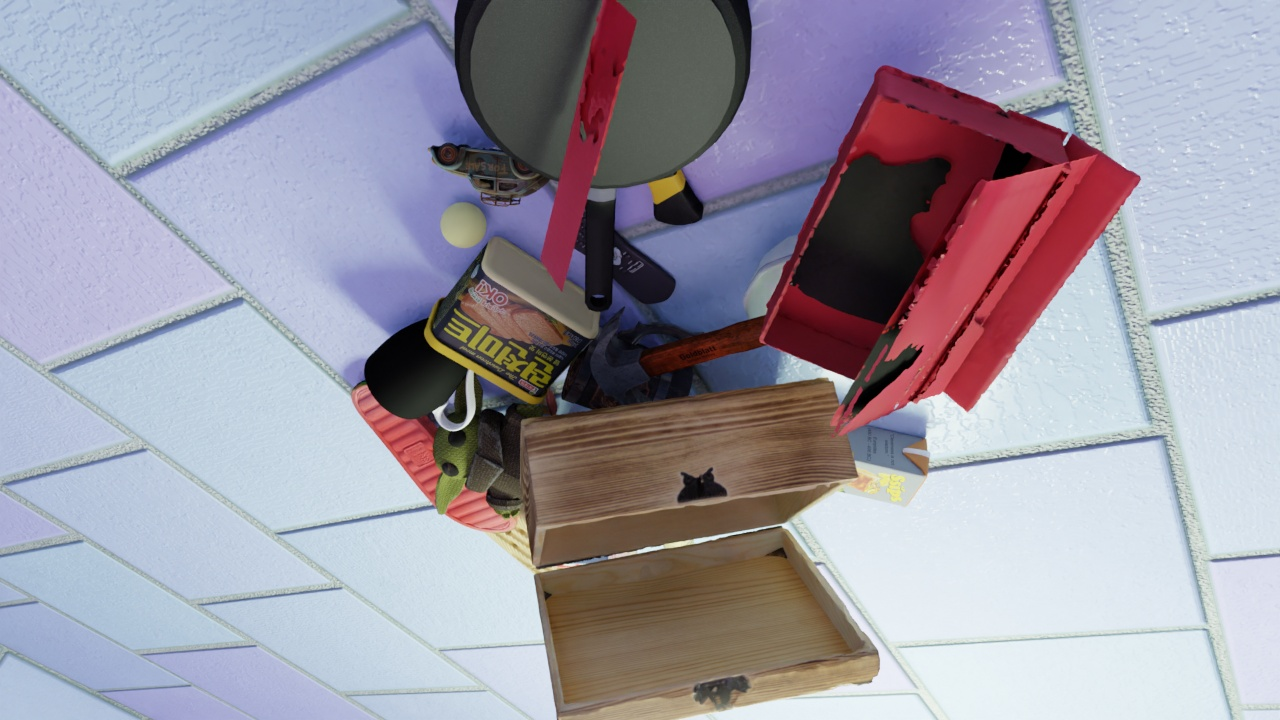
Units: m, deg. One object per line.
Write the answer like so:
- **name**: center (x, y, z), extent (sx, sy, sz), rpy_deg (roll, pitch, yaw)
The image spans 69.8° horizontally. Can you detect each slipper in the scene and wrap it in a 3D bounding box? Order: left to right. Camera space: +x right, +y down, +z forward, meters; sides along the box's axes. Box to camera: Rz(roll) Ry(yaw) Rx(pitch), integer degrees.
- **slipper**: center (-0.233, 0.106, 1.079), extent (0.104, 0.058, 0.249), rpy_deg (-28, 109, 40)
- **slipper**: center (-0.100, 0.230, 1.175), extent (0.261, 0.079, 0.112), rpy_deg (34, 136, 4)

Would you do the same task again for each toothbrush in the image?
- **toothbrush**: center (-0.112, -0.004, 0.950), extent (0.016, 0.015, 0.185), rpy_deg (6, 139, 15)

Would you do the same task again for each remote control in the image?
- **remote control**: center (-0.020, -0.091, 0.825), extent (0.124, 0.009, 0.047), rpy_deg (38, 135, -26)

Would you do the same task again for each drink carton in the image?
- **drink carton**: center (0.227, 0.103, 0.950), extent (0.125, 0.048, 0.076), rpy_deg (13, 140, 1)

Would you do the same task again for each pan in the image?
- **pan**: center (-0.029, -0.152, 0.679), extent (0.204, 0.044, 0.356), rpy_deg (1, 139, -3)

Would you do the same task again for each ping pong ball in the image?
- **ping pong ball**: center (-0.156, -0.119, 0.807), extent (0.040, 0.040, 0.040), rpy_deg (8, 140, 7)

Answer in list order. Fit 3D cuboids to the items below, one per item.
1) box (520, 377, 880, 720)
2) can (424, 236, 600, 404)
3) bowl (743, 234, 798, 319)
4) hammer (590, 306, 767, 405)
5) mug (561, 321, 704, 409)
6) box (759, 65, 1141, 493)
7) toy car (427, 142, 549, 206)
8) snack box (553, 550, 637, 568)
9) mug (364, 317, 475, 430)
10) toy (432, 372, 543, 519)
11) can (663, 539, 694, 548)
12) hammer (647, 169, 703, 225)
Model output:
- **box**: center (0.039, 0.191, 0.853), extent (0.279, 0.263, 0.270), rpy_deg (-9, 163, -10)
- **can**: center (-0.116, -0.037, 0.855), extent (0.130, 0.072, 0.101), rpy_deg (32, 122, -21)
- **bowl**: center (0.148, -0.063, 0.769), extent (0.117, 0.061, 0.118), rpy_deg (9, 140, 7)
- **hammer**: center (0.091, -0.022, 0.758), extent (0.301, 0.028, 0.111), rpy_deg (-16, 127, 28)
- **mug**: center (-0.005, 0.005, 0.892), extent (0.107, 0.080, 0.116), rpy_deg (22, 113, -11)
- **box**: center (0.300, 0.015, 0.578), extent (0.467, 0.137, 0.215), rpy_deg (34, 130, 15)
- **toy car**: center (-0.117, -0.150, 0.745), extent (0.112, 0.047, 0.047), rpy_deg (9, 100, 7)
- **snack box**: center (-0.060, 0.201, 1.060), extent (0.093, 0.079, 0.094), rpy_deg (-4, 163, 19)
- **mug**: center (-0.206, 0.014, 0.933), extent (0.100, 0.084, 0.119), rpy_deg (-35, 98, 26)
- **toy**: center (-0.150, 0.103, 0.996), extent (0.153, 0.078, 0.179), rpy_deg (14, 106, -1)
- **can**: center (0.042, 0.202, 1.092), extent (0.038, 0.038, 0.080), rpy_deg (4, 144, 12)
- **hammer**: center (-0.023, -0.221, 0.662), extent (0.170, 0.034, 0.325), rpy_deg (-9, 136, 24)
